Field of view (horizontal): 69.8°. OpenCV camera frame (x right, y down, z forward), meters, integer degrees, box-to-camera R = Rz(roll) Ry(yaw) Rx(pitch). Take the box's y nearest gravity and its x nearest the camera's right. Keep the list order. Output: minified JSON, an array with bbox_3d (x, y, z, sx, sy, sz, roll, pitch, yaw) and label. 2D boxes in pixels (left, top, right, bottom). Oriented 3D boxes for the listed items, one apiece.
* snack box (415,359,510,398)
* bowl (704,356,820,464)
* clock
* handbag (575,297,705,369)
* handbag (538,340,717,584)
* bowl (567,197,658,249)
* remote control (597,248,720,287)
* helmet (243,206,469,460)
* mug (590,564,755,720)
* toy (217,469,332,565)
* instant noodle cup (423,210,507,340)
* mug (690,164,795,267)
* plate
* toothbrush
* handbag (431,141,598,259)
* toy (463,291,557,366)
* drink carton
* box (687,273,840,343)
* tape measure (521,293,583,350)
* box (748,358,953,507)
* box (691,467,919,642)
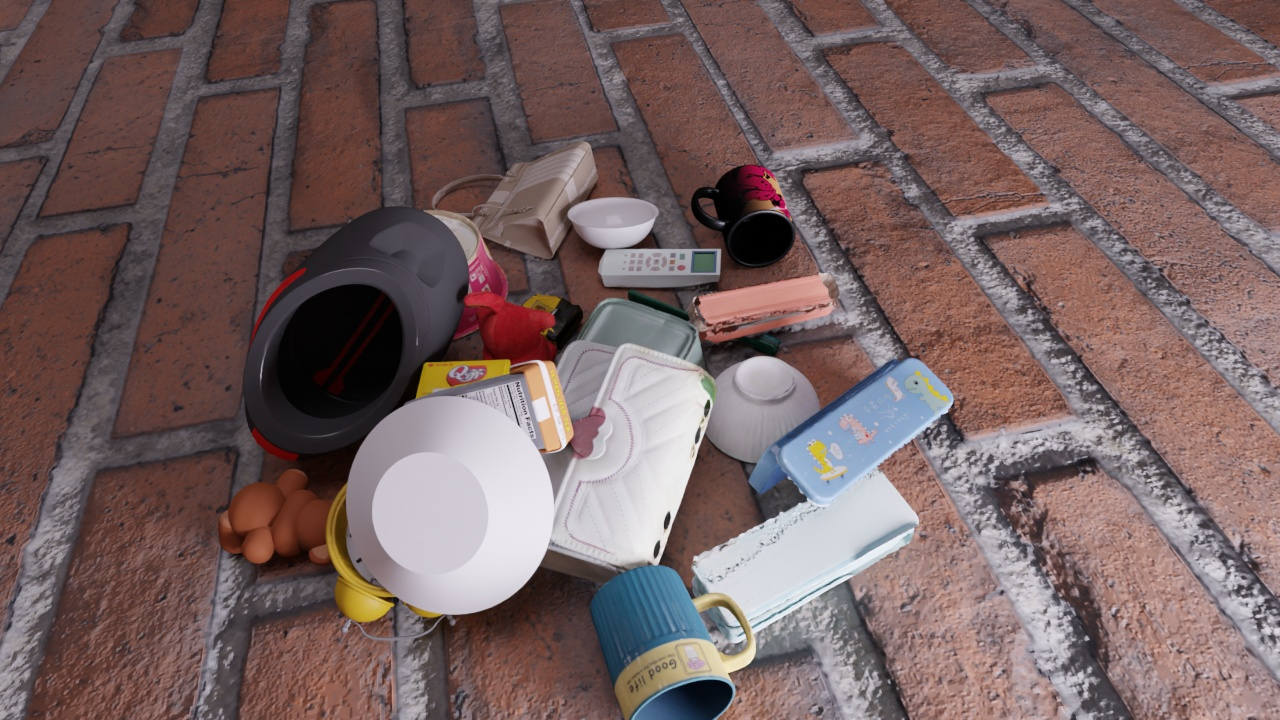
[{"bbox_3d":[-0.159,0.058,0.863,0.083,0.106,0.061,-2,42,0],"label":"snack box"},{"bbox_3d":[0.119,0.038,0.897,0.118,0.062,0.117,-2,44,2],"label":"bowl"},{"bbox_3d":[-0.205,0.158,0.779,0.113,0.052,0.151,-4,72,0],"label":"clock"},{"bbox_3d":[-0.006,0.005,0.933,0.122,0.067,0.106,20,64,23],"label":"handbag"},{"bbox_3d":[-0.027,0.088,0.799,0.142,0.096,0.198,10,61,19],"label":"handbag"},{"bbox_3d":[-0.033,-0.162,1.123,0.110,0.041,0.109,-1,29,1],"label":"bowl"},{"bbox_3d":[0.022,-0.107,1.079,0.143,0.024,0.049,1,44,7],"label":"remote control"},{"bbox_3d":[-0.275,-0.031,0.908,0.164,0.170,0.264,35,90,-12],"label":"helmet"},{"bbox_3d":[0.028,0.217,0.704,0.113,0.083,0.107,-19,42,-8],"label":"mug"},{"bbox_3d":[-0.309,0.147,0.825,0.128,0.065,0.094,13,49,2],"label":"toy"},{"bbox_3d":[-0.247,-0.104,1.056,0.178,0.078,0.178,-2,44,2],"label":"instant noodle cup"},{"bbox_3d":[0.118,-0.175,1.094,0.118,0.082,0.098,7,42,-15],"label":"mug"},{"bbox_3d":[-0.157,0.116,0.712,0.174,0.174,0.036,6,2,10],"label":"plate"},{"bbox_3d":[0.069,-0.046,1.019,0.190,0.016,0.017,23,52,24],"label":"toothbrush"},{"bbox_3d":[-0.177,-0.211,1.190,0.198,0.062,0.175,4,44,19],"label":"handbag"},{"bbox_3d":[-0.135,-0.013,0.926,0.088,0.133,0.093,1,53,21],"label":"toy"},{"bbox_3d":[-0.125,0.048,0.759,0.125,0.076,0.048,-13,5,24],"label":"drink carton"},{"bbox_3d":[0.133,-0.049,0.994,0.188,0.063,0.058,-11,62,-23],"label":"box"},{"bbox_3d":[-0.106,-0.045,1.014,0.064,0.037,0.065,18,48,20],"label":"tape measure"},{"bbox_3d":[0.194,0.072,0.847,0.208,0.074,0.078,-29,65,-32],"label":"box"},{"bbox_3d":[0.142,0.166,0.783,0.198,0.066,0.083,-22,71,-19],"label":"box"}]
